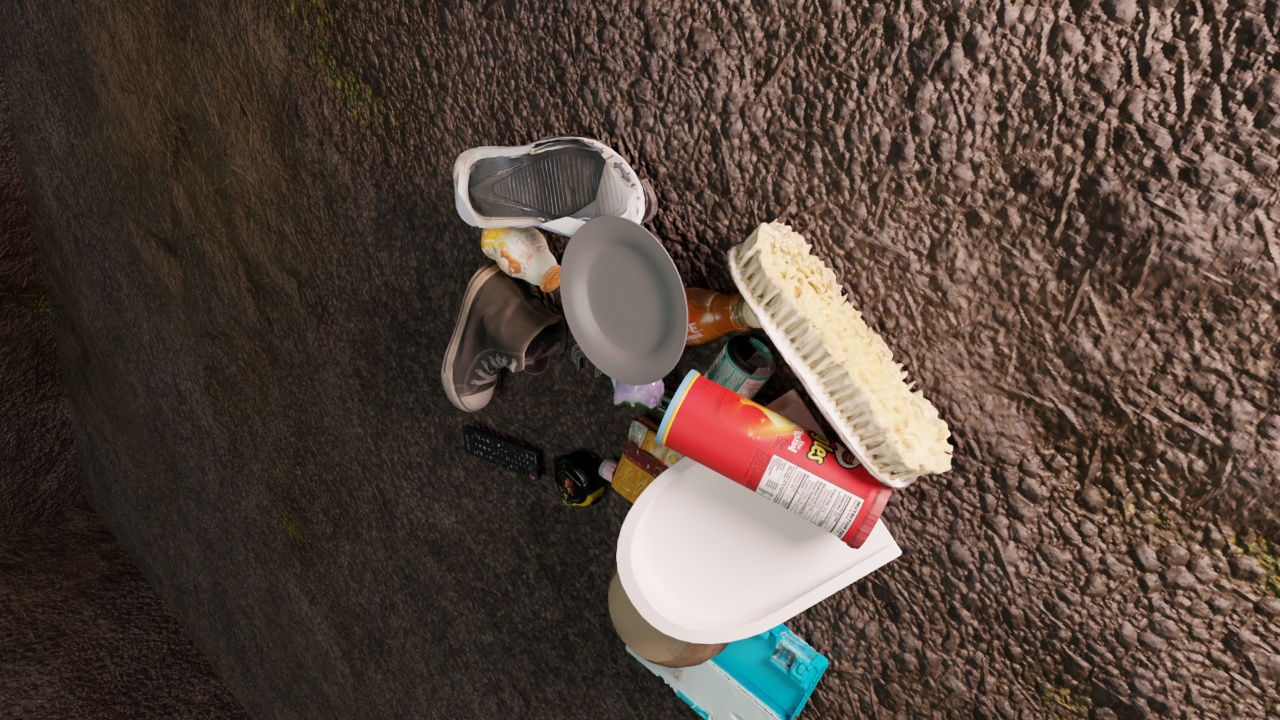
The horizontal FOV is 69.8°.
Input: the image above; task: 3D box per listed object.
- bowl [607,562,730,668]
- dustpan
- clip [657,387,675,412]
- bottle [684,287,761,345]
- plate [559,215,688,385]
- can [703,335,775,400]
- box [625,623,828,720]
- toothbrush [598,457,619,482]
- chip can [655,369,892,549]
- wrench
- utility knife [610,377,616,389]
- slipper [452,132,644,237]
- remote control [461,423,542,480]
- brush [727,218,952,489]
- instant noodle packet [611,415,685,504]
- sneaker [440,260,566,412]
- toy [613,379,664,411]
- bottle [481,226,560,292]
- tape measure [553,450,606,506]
[{"bbox_3d":[0.029,0.279,1.059,0.162,0.070,0.162,6,100,36],"label":"bowl"},{"bbox_3d":[0.098,0.179,0.935,0.258,0.053,0.191,-35,84,22],"label":"dustpan"},{"bbox_3d":[0.017,0.040,1.044,0.075,0.023,0.037,24,124,32],"label":"clip"},{"bbox_3d":[0.063,-0.045,0.927,0.167,0.059,0.059,-3,108,45],"label":"bottle"},{"bbox_3d":[-0.017,-0.061,0.944,0.179,0.012,0.179,19,119,38],"label":"plate"},{"bbox_3d":[0.093,0.024,0.936,0.055,0.054,0.102,47,135,16],"label":"can"},{"bbox_3d":[0.089,0.353,1.091,0.227,0.039,0.182,35,117,27],"label":"box"},{"bbox_3d":[0.040,0.173,1.085,0.223,0.027,0.027,26,123,32],"label":"toothbrush"},{"bbox_3d":[0.127,0.092,0.871,0.213,0.086,0.087,27,129,10],"label":"chip can"},{"bbox_3d":[-0.035,-0.089,1.037,0.070,0.010,0.274,38,132,25],"label":"wrench"},{"bbox_3d":[-0.043,-0.020,1.062,0.022,0.015,0.141,-6,108,49],"label":"utility knife"},{"bbox_3d":[-0.097,-0.190,1.003,0.264,0.063,0.111,6,107,34],"label":"slipper"},{"bbox_3d":[-0.193,0.126,1.292,0.150,0.022,0.047,16,120,36],"label":"remote control"},{"bbox_3d":[0.175,-0.006,0.821,0.271,0.083,0.057,56,137,8],"label":"brush"},{"bbox_3d":[0.026,0.131,1.055,0.135,0.039,0.099,31,110,31],"label":"instant noodle packet"},{"bbox_3d":[-0.173,-0.001,1.160,0.120,0.095,0.235,42,127,21],"label":"sneaker"},{"bbox_3d":[-0.006,0.006,1.024,0.080,0.036,0.099,2,86,39],"label":"toy"},{"bbox_3d":[-0.136,-0.125,1.077,0.109,0.063,0.063,40,133,22],"label":"bottle"},{"bbox_3d":[-0.078,0.152,1.178,0.072,0.042,0.071,4,112,48],"label":"tape measure"}]
